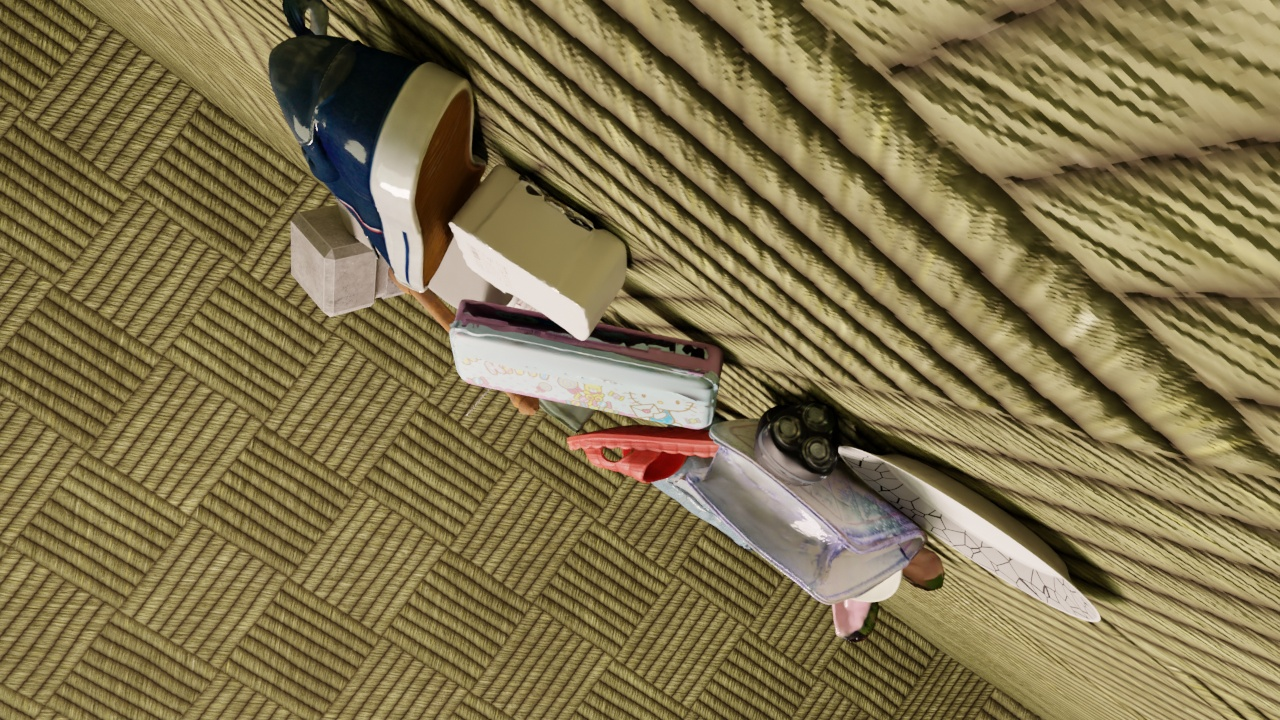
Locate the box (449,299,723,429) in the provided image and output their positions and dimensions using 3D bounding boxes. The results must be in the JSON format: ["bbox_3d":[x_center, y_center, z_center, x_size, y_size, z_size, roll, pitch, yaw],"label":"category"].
[{"bbox_3d":[-0.042,-0.001,0.719,0.214,0.065,0.078,11,157,8],"label":"box"}]

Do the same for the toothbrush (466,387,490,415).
[{"bbox_3d":[-0.153,-0.006,1.105,0.010,0.181,0.010,39,170,1],"label":"toothbrush"}]

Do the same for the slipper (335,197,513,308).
[{"bbox_3d":[-0.182,-0.128,0.835,0.266,0.080,0.113,26,126,38],"label":"slipper"}]

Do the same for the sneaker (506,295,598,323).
[{"bbox_3d":[-0.145,-0.074,1.054,0.237,0.090,0.104,34,164,33],"label":"sneaker"}]

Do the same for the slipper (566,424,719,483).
[{"bbox_3d":[0.021,0.108,1.039,0.249,0.059,0.103,-1,-178,34],"label":"slipper"}]

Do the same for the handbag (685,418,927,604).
[{"bbox_3d":[0.128,0.113,0.713,0.126,0.069,0.158,-1,-149,-48],"label":"handbag"}]

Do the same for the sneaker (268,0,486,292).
[{"bbox_3d":[-0.168,-0.129,0.576,0.127,0.120,0.295,24,173,-4],"label":"sneaker"}]

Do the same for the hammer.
[{"bbox_3d":[-0.197,-0.048,0.907,0.317,0.162,0.083,42,135,29],"label":"hammer"}]

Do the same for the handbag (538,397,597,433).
[{"bbox_3d":[-0.062,0.020,1.094,0.067,0.122,0.106,38,178,-3],"label":"handbag"}]

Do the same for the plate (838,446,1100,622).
[{"bbox_3d":[0.215,0.106,0.605,0.188,0.016,0.188,36,175,3],"label":"plate"}]

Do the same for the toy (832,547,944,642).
[{"bbox_3d":[0.213,0.180,0.973,0.106,0.131,0.205,63,175,-25],"label":"toy"}]

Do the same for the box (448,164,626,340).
[{"bbox_3d":[-0.057,-0.085,0.613,0.107,0.091,0.102,31,167,5],"label":"box"}]

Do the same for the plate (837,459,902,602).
[{"bbox_3d":[0.169,0.141,0.845,0.182,0.034,0.183,36,148,27],"label":"plate"}]

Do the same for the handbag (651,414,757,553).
[{"bbox_3d":[0.109,0.141,1.120,0.192,0.121,0.119,38,158,-2],"label":"handbag"}]

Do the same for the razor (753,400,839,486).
[{"bbox_3d":[0.112,0.051,0.657,0.053,0.064,0.140,36,-170,2],"label":"razor"}]
